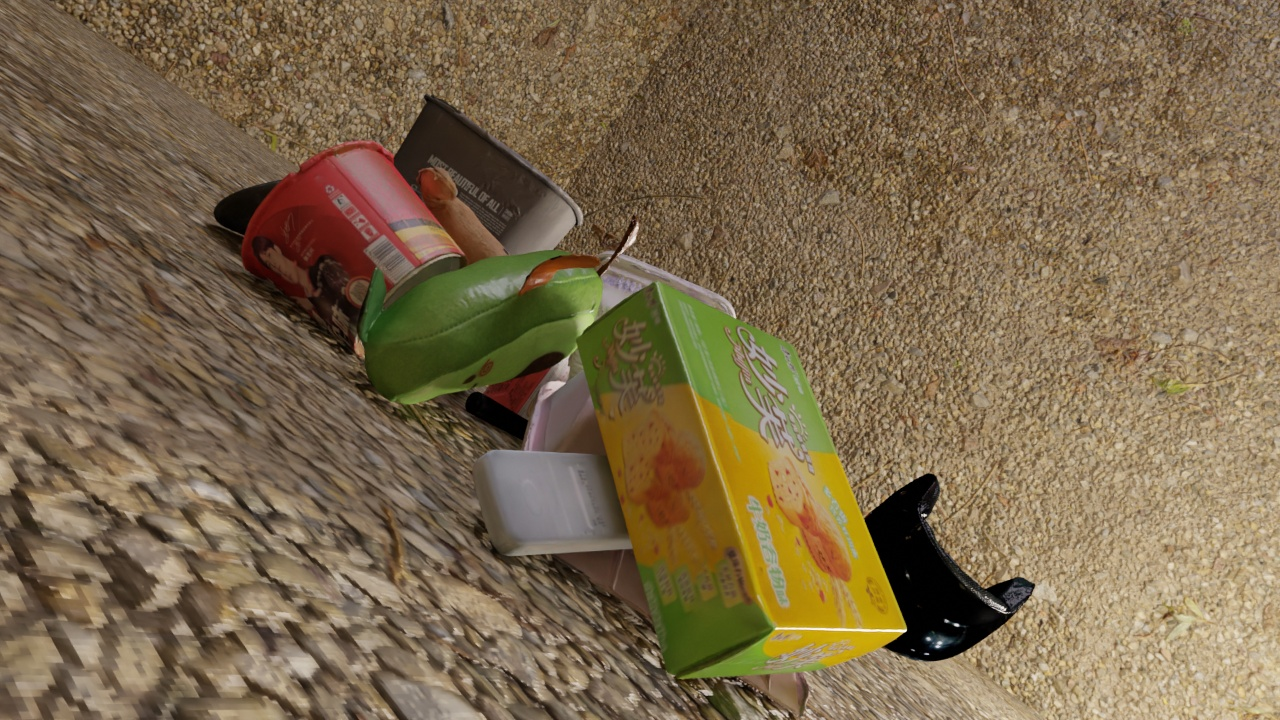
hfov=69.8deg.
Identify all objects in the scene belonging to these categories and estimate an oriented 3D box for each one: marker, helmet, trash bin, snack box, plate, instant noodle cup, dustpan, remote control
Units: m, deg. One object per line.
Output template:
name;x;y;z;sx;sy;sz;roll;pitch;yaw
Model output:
marker;-0.105;0.062;0.813;0.132;0.020;0.022;38;27;-49
helmet;0.416;0.318;1.357;0.233;0.230;0.274;51;3;9
trash bin;-0.204;-0.132;0.997;0.199;0.219;0.198;37;-1;-3
snack box;-0.090;0.015;0.926;0.044;0.113;0.127;35;-1;20
snack box;0.058;0.072;0.542;0.157;0.070;0.209;19;46;-48
plate;-0.273;-0.121;0.797;0.179;0.024;0.179;-8;-7;-1
instant noodle cup;-0.206;-0.076;0.684;0.108;0.138;0.138;45;1;8
dustpan;0.006;0.109;0.652;0.222;0.139;0.272;38;40;-13
instant noodle cup;-0.005;0.005;0.803;0.138;0.174;0.060;23;39;10
remote control;-0.032;0.078;0.504;0.135;0.020;0.055;9;53;-48

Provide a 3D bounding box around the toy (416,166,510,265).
toy;-0.154;-0.071;0.790;0.143;0.082;0.227;31;-41;4

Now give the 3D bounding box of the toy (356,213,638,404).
toy;-0.100;-0.029;0.660;0.246;0.228;0.090;-25;82;-48
